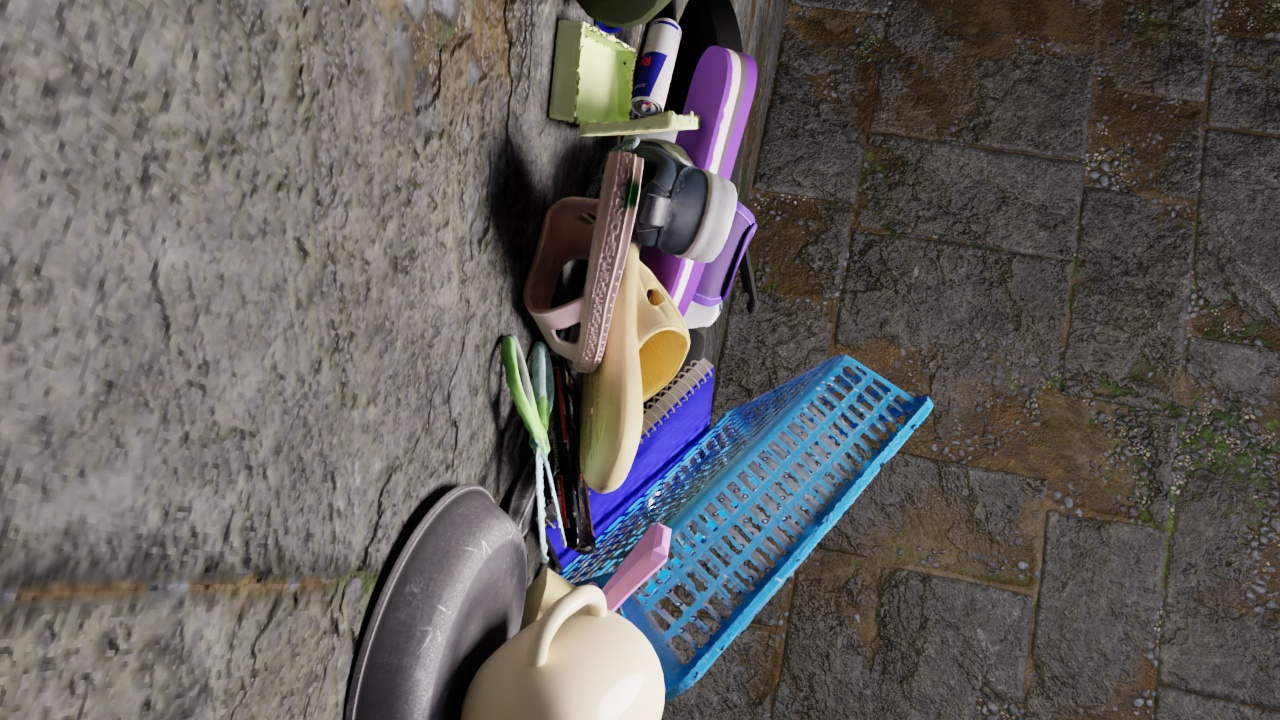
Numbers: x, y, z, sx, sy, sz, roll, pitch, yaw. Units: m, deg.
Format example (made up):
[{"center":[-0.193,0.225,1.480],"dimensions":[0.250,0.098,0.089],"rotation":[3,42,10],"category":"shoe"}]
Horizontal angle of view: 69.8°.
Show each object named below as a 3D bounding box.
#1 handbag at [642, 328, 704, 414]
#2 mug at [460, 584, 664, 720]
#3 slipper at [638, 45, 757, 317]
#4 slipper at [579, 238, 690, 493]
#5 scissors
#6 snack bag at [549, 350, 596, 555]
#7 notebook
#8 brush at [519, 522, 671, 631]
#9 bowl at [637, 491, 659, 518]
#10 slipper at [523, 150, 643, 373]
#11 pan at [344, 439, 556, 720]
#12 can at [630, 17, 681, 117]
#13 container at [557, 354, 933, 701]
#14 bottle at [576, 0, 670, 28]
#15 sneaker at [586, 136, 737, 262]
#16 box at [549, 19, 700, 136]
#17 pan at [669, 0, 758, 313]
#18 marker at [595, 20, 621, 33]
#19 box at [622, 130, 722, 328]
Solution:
[{"center":[-0.011,0.021,0.980],"dimensions":[0.125,0.114,0.153],"rotation":[-58,-173,30],"category":"handbag"},{"center":[-0.049,0.191,0.524],"dimensions":[0.099,0.096,0.120],"rotation":[-15,114,-59],"category":"mug"},{"center":[0.070,-0.137,0.827],"dimensions":[0.107,0.084,0.267],"rotation":[-122,-136,-60],"category":"slipper"},{"center":[-0.004,0.004,0.758],"dimensions":[0.260,0.079,0.112],"rotation":[-90,-160,-48],"category":"slipper"},{"center":[-0.068,0.055,0.645],"dimensions":[0.159,0.025,0.171],"rotation":[-98,179,-66],"category":"scissors"},{"center":[-0.055,0.077,0.733],"dimensions":[0.074,0.018,0.155],"rotation":[67,15,-71],"category":"snack bag"},{"center":[-0.009,0.103,0.866],"dimensions":[0.208,0.022,0.172],"rotation":[-43,159,-17],"category":"notebook"},{"center":[-0.052,0.177,0.629],"dimensions":[0.229,0.043,0.089],"rotation":[-54,-166,37],"category":"brush"},{"center":[-0.007,0.130,1.124],"dimensions":[0.118,0.062,0.118],"rotation":[11,89,-81],"category":"bowl"},{"center":[-0.044,-0.067,0.638],"dimensions":[0.240,0.064,0.094],"rotation":[115,-14,-68],"category":"slipper"},{"center":[-0.097,0.138,0.622],"dimensions":[0.355,0.055,0.187],"rotation":[-51,151,-64],"category":"pan"},{"center":[0.015,-0.280,0.876],"dimensions":[0.032,0.032,0.095],"rotation":[75,26,-70],"category":"can"},{"center":[0.064,0.136,0.809],"dimensions":[0.361,0.089,0.258],"rotation":[-40,-178,-32],"category":"container"},{"center":[0.007,-0.300,0.671],"dimensions":[0.206,0.071,0.072],"rotation":[-67,165,-56],"category":"bottle"},{"center":[0.000,-0.137,0.747],"dimensions":[0.235,0.087,0.089],"rotation":[-132,-124,-65],"category":"sneaker"},{"center":[-0.010,-0.209,0.688],"dimensions":[0.187,0.091,0.083],"rotation":[-61,143,-74],"category":"box"},{"center":[0.076,-0.212,0.956],"dimensions":[0.226,0.034,0.355],"rotation":[111,-27,-68],"category":"pan"},{"center":[-0.009,-0.292,0.739],"dimensions":[0.132,0.023,0.027],"rotation":[-67,143,-56],"category":"marker"},{"center":[0.032,-0.128,0.898],"dimensions":[0.083,0.123,0.216],"rotation":[-27,119,-49],"category":"box"}]
